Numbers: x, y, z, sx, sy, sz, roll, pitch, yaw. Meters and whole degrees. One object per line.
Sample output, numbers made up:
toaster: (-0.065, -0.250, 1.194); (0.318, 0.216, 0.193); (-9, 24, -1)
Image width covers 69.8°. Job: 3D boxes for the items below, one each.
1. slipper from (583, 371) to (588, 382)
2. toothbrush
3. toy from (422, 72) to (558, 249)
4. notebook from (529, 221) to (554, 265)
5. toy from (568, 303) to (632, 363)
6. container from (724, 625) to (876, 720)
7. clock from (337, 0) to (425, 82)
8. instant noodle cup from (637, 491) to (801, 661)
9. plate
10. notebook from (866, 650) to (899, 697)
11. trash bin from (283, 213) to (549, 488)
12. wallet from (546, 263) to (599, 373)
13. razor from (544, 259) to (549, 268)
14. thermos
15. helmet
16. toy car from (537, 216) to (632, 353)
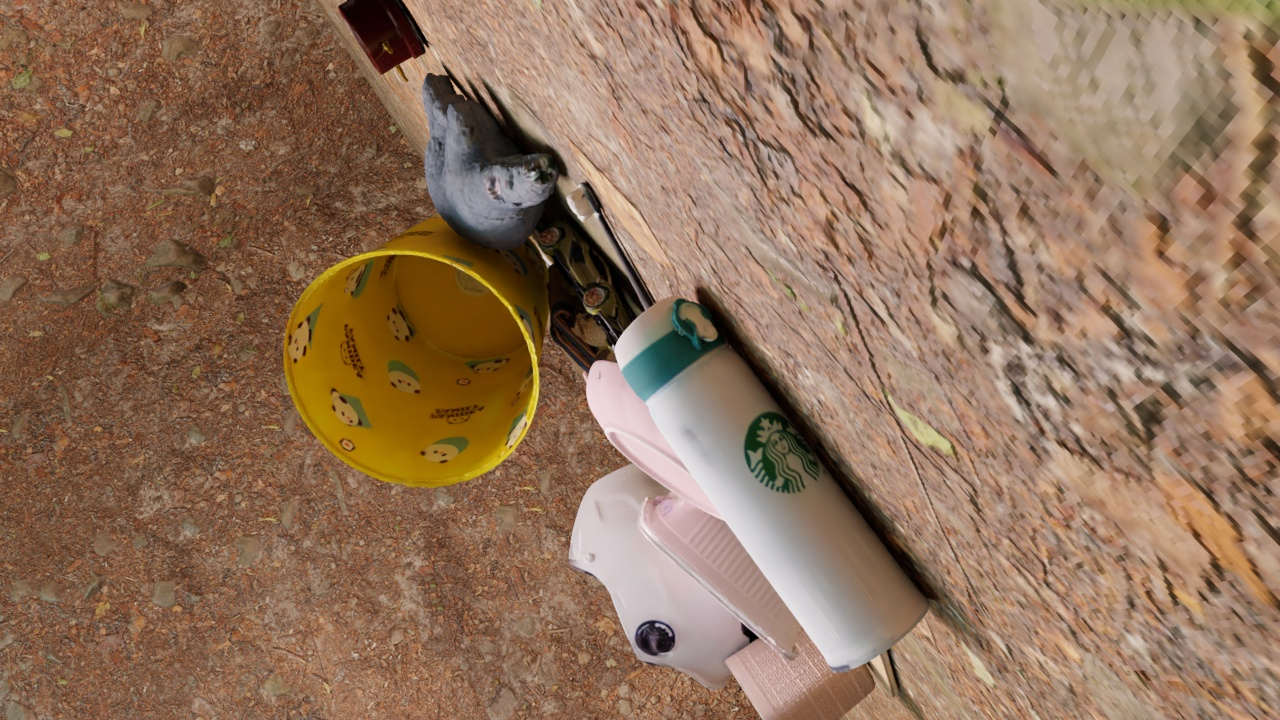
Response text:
slipper: (-0.033, 0.027, 1.126); (0.114, 0.054, 0.274); (53, -179, 32)
toothbrush: (-0.007, -0.058, 0.681); (0.015, 0.018, 0.181); (43, 169, 50)
toy: (-0.141, -0.170, 0.819); (0.356, 0.091, 0.138); (-136, 37, -56)
notebook: (-0.108, -0.130, 1.018); (0.209, 0.012, 0.150); (49, 174, -9)
toy: (-0.005, 0.005, 0.865); (0.157, 0.066, 0.104); (51, -142, -12)
container: (0.161, 0.313, 0.908); (0.090, 0.111, 0.090); (50, 174, 50)
clock: (-0.267, -0.344, 0.924); (0.122, 0.055, 0.082); (55, 175, 11)
instant noodle cup: (0.082, 0.171, 0.808); (0.173, 0.060, 0.138); (39, -177, 0)
plate: (0.032, 0.072, 0.690); (0.192, 0.039, 0.192); (33, 166, 9)
notebook: (0.177, 0.219, 0.842); (0.149, 0.012, 0.211); (51, 174, 37)
trash bin: (-0.196, -0.034, 0.926); (0.229, 0.230, 0.254); (56, -165, -17)
wallet: (-0.065, -0.042, 0.935); (0.090, 0.033, 0.115); (51, -166, -30)
razor: (-0.129, -0.151, 1.110); (0.043, 0.022, 0.143); (-2, 127, 48)
thermos: (0.069, 0.063, 0.523); (0.224, 0.073, 0.073); (54, 175, 8)
helmet: (0.060, 0.208, 0.984); (0.258, 0.146, 0.228); (50, -161, 3)
toy car: (-0.040, -0.061, 0.787); (0.158, 0.042, 0.070); (56, 177, 36)
